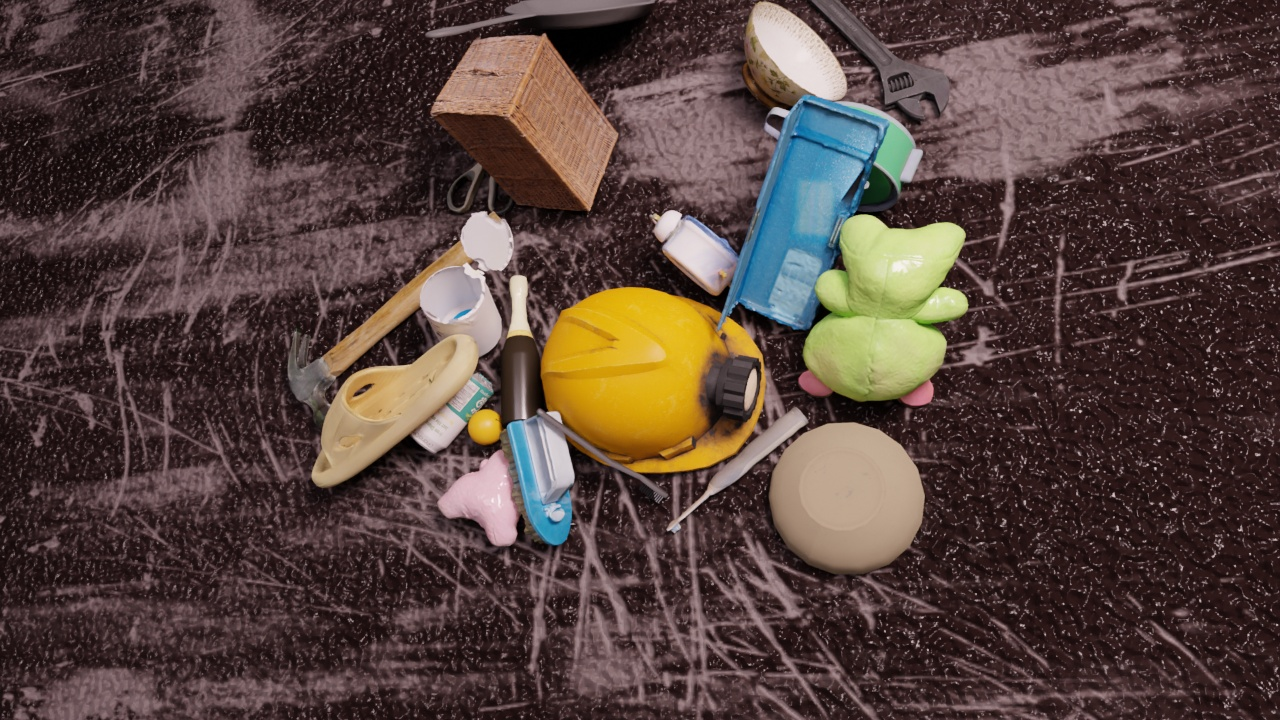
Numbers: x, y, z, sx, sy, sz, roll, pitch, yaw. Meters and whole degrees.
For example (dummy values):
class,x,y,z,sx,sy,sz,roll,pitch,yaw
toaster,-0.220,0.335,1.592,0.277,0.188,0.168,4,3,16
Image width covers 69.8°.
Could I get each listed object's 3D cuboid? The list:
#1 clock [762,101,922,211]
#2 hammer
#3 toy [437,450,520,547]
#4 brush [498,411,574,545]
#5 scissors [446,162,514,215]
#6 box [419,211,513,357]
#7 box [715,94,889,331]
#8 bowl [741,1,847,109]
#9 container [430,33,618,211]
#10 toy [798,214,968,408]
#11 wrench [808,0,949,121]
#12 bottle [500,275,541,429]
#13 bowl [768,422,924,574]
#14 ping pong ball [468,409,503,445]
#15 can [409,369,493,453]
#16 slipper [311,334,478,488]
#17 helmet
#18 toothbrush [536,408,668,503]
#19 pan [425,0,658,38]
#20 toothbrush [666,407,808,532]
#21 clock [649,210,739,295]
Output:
class,x,y,z,sx,sy,sz,roll,pitch,yaw
clock,0.204,-0.219,0.971,0.161,0.122,0.075,26,78,-1
hammer,-0.298,-0.067,1.131,0.330,0.033,0.132,-40,64,-1
toy,-0.162,0.144,1.002,0.099,0.053,0.095,25,77,18
brush,-0.100,0.127,0.967,0.076,0.055,0.135,-23,78,49
scissors,-0.200,-0.253,1.174,0.150,0.012,0.164,-28,68,5
box,-0.190,-0.084,1.047,0.084,0.147,0.136,39,74,19
box,0.155,-0.129,0.900,0.094,0.112,0.232,23,121,11
bowl,0.163,-0.332,1.048,0.063,0.145,0.145,-42,58,42
container,-0.126,-0.271,1.058,0.114,0.198,0.112,11,70,32
toy,0.233,-0.038,0.887,0.150,0.107,0.197,9,107,16
wrench,0.263,-0.375,1.075,0.073,0.018,0.273,-34,64,3
bottle,-0.138,-0.012,1.053,0.045,0.045,0.184,-9,69,13
bowl,0.199,0.130,0.899,0.152,0.050,0.152,-5,70,15
ping pong ball,-0.175,0.075,1.037,0.040,0.040,0.040,-5,70,15
can,-0.218,0.054,1.050,0.055,0.055,0.101,38,85,24
slipper,-0.292,0.042,1.025,0.262,0.079,0.111,-34,30,20
helmet,-0.006,0.006,0.962,0.256,0.131,0.205,11,75,21
toothbrush,-0.039,0.098,0.952,0.167,0.013,0.013,37,96,-14
pan,-0.108,-0.404,1.084,0.217,0.024,0.353,18,35,37
toothbrush,0.097,0.115,0.951,0.185,0.024,0.022,-41,26,0
clock,0.059,-0.123,1.011,0.125,0.089,0.052,41,93,24
